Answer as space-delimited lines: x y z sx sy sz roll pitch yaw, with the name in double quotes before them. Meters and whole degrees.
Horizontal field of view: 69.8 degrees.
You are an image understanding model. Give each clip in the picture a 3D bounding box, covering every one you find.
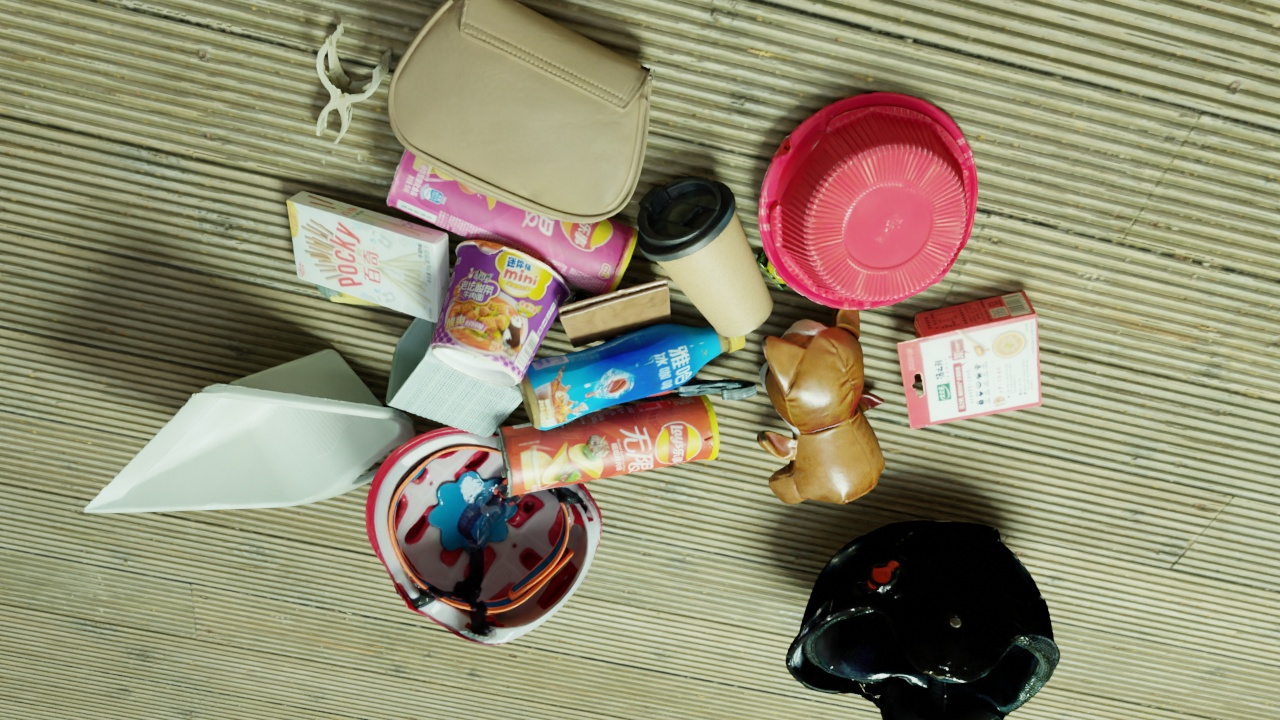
"clip" -0.255 -0.236 0.763 0.103 0.034 0.092 -26 125 31

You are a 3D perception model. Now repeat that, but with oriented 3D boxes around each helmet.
"helmet" -0.174 0.172 0.982 0.240 0.144 0.206 39 81 -11
"helmet" 0.298 0.285 0.987 0.275 0.229 0.234 1 134 13

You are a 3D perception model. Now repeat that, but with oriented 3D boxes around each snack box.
"snack box" -0.248 -0.095 0.841 0.157 0.026 0.085 17 128 14
"snack box" 0.315 0.002 0.887 0.127 0.044 0.113 -12 125 11

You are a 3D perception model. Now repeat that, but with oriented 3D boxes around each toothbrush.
"toothbrush" -0.014 -0.001 0.933 0.014 0.016 0.189 -29 122 16

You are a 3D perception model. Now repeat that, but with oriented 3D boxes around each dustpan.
"dustpan" -0.358 0.099 0.924 0.223 0.257 0.142 -37 93 27

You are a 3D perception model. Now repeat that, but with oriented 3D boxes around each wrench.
"wrench" -0.017 0.033 0.926 0.274 0.056 0.016 -3 98 18

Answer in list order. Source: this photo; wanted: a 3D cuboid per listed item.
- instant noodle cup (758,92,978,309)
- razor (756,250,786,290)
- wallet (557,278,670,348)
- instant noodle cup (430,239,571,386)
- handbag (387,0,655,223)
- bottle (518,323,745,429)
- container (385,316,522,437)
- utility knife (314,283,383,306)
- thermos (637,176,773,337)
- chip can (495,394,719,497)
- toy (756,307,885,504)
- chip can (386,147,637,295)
"instant noodle cup" 0.199 -0.121 0.769 0.194 0.065 0.194 -1 116 -3
"razor" 0.169 -0.113 0.826 0.133 0.028 0.043 -34 114 24
"wallet" -0.022 -0.043 0.842 0.101 0.020 0.115 -16 169 0
"instant noodle cup" -0.130 -0.037 0.814 0.111 0.099 0.112 19 164 6
"handbag" -0.091 -0.199 0.736 0.204 0.099 0.148 24 98 -12
"bottle" -0.005 0.005 0.870 0.218 0.065 0.065 -17 127 -14
"container" -0.175 0.010 0.898 0.111 0.090 0.090 25 126 -27
"utility knife" -0.222 -0.065 0.902 0.196 0.020 0.031 1 133 -2
"thermos" 0.062 -0.090 0.817 0.093 0.092 0.143 -22 131 19
"chip can" -0.032 0.082 0.914 0.216 0.073 0.073 -8 128 -15
"toy" 0.171 0.040 0.894 0.130 0.139 0.200 22 138 42
"chip can" -0.111 -0.127 0.809 0.210 0.071 0.072 23 125 -12
